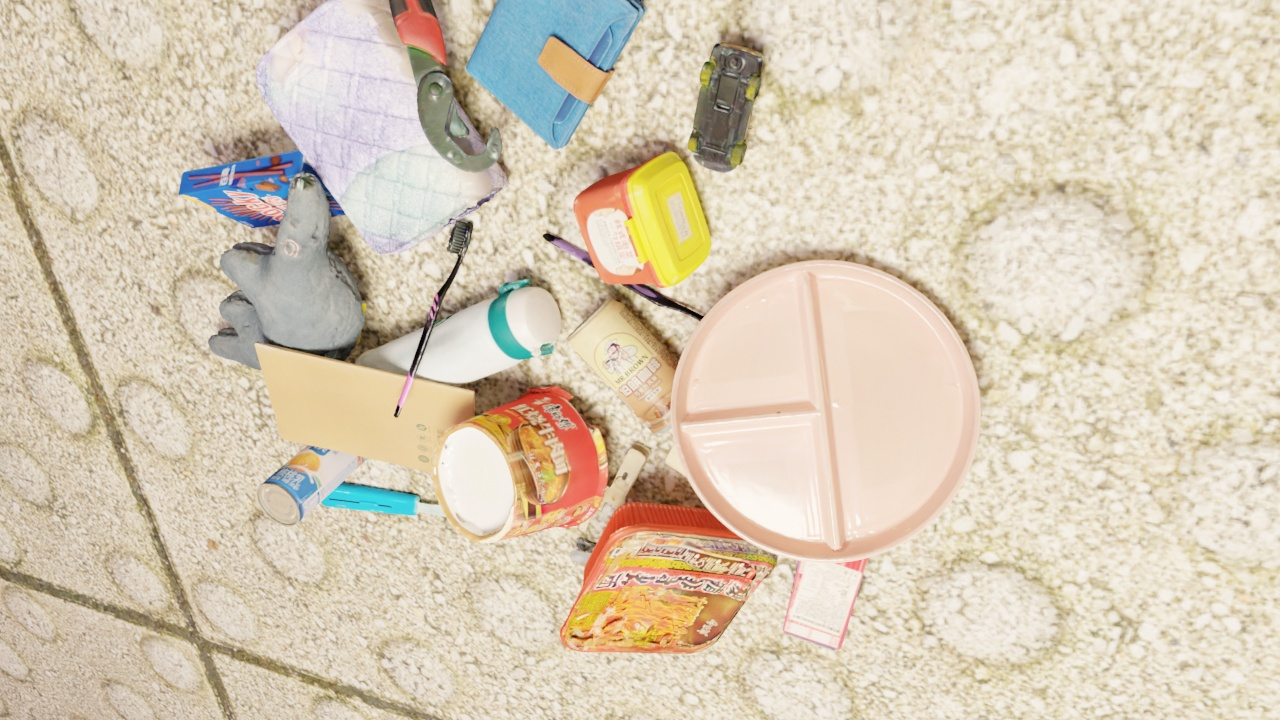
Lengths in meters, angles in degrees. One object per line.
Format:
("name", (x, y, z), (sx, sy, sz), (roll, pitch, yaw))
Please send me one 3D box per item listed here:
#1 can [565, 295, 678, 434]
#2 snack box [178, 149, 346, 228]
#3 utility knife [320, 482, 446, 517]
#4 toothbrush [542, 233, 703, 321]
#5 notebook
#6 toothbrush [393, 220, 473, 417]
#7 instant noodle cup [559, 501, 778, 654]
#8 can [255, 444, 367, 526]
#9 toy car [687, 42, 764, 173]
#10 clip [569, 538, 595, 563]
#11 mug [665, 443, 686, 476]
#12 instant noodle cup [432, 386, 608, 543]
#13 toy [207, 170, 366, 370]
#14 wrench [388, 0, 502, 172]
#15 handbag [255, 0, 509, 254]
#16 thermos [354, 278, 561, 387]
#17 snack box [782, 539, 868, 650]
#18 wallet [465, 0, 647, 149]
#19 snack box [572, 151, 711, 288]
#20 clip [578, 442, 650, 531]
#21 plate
("can", (-0.005, 0.005, 0.785), (0.116, 0.058, 0.059), (47, 127, -6))
("snack box", (-0.332, -0.154, 0.836), (0.157, 0.084, 0.026), (-2, 75, 27))
("utility knife", (-0.288, 0.160, 1.042), (0.199, 0.018, 0.034), (3, 119, 23))
("toothbrush", (-0.002, -0.060, 0.774), (0.189, 0.014, 0.017), (30, 139, 7))
("notebook", (-0.260, 0.054, 0.890), (0.208, 0.008, 0.148), (13, 138, 2))
("toothbrush", (-0.189, -0.036, 0.819), (0.014, 0.017, 0.189), (30, 99, 55))
("instant noodle cup", (0.020, 0.199, 0.849), (0.164, 0.079, 0.189), (10, 129, -21))
("can", (-0.336, 0.113, 0.962), (0.053, 0.134, 0.053), (12, 123, 19))
("toy car", (0.062, -0.179, 0.656), (0.042, 0.035, 0.091), (22, 126, 15))
("clip", (-0.044, 0.203, 0.948), (0.057, 0.031, 0.025), (18, 127, 10))
("mug", (0.094, 0.064, 0.768), (0.103, 0.084, 0.125), (31, 103, 7))
("instant noodle cup", (-0.116, 0.101, 0.838), (0.138, 0.108, 0.138), (8, 103, 37))
("toy", (-0.335, -0.050, 0.881), (0.138, 0.091, 0.358), (41, 141, -9))
("wrench", (-0.168, -0.274, 0.689), (0.056, 0.016, 0.273), (-19, 102, -6))
("handbag", (-0.211, -0.194, 0.756), (0.134, 0.075, 0.194), (-23, 108, 30))
("thermos", (-0.171, -0.012, 0.852), (0.225, 0.073, 0.073), (-19, 109, 33))
("snack box", (0.169, 0.157, 0.794), (0.058, 0.057, 0.208), (15, 124, 14))
("wallet", (-0.066, -0.238, 0.683), (0.106, 0.040, 0.133), (42, 129, 3))
("snack box", (-0.001, -0.104, 0.707), (0.080, 0.081, 0.091), (-4, 117, 39))
("clip", (-0.019, 0.125, 0.888), (0.035, 0.092, 0.103), (28, 91, 9))
("plate", (0.138, 0.039, 0.701), (0.230, 0.028, 0.229), (1, 94, 12))
